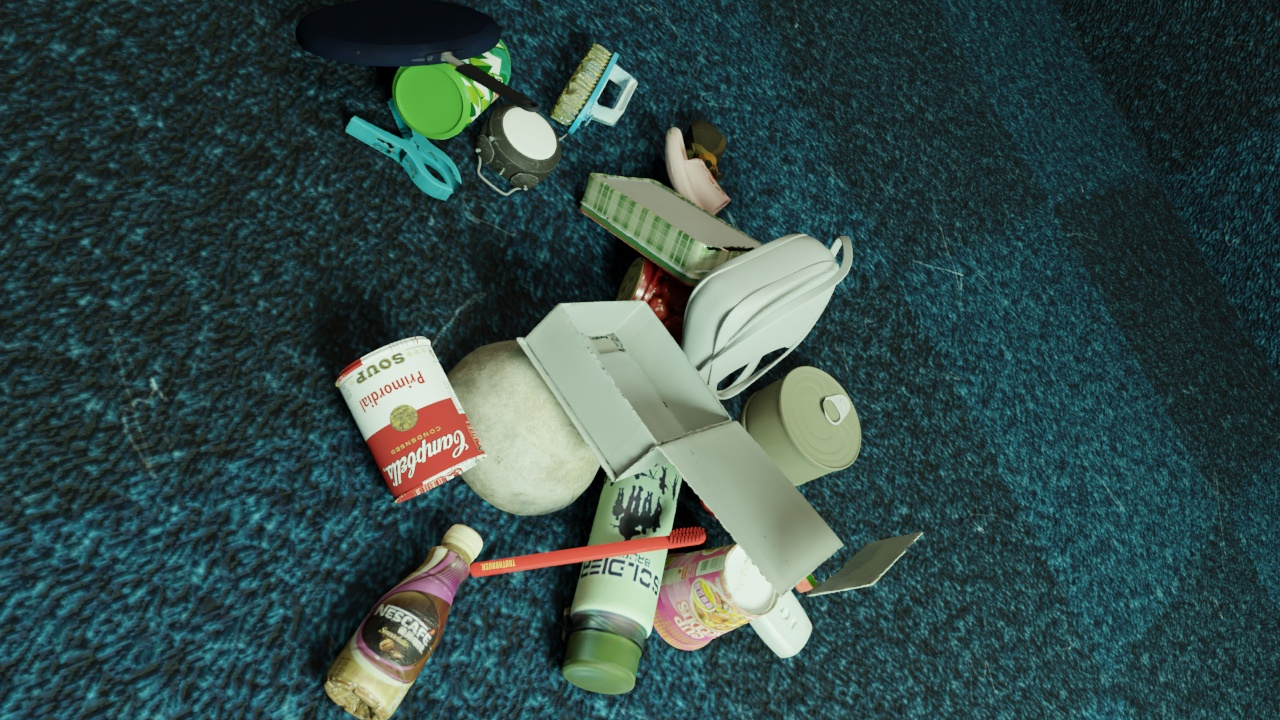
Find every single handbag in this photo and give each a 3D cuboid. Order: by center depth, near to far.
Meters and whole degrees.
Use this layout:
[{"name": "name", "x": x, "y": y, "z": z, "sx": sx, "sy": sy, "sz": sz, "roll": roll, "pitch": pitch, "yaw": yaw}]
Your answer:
[{"name": "handbag", "x": 0.132, "y": -0.028, "z": 1.000, "sx": 0.215, "sy": 0.223, "sz": 0.095, "roll": -26, "pitch": 60, "yaw": -25}]

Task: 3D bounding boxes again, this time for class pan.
[{"name": "pan", "x": -0.193, "y": -0.295, "z": 0.867, "sx": 0.198, "sy": 0.021, "sz": 0.356, "roll": -21, "pitch": 42, "yaw": -31}]

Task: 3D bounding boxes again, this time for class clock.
[{"name": "clock", "x": -0.133, "y": -0.240, "z": 1.021, "sx": 0.091, "sy": 0.044, "sz": 0.122, "roll": 37, "pitch": 49, "yaw": -17}]

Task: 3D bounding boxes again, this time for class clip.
[{"name": "clip", "x": -0.239, "y": -0.210, "z": 0.936, "sx": 0.119, "sy": 0.027, "sz": 0.102, "roll": 44, "pitch": 50, "yaw": -10}]

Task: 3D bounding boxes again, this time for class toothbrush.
[{"name": "toothbrush", "x": -0.046, "y": 0.169, "z": 0.814, "sx": 0.212, "sy": 0.018, "sz": 0.012, "roll": -7, "pitch": 53, "yaw": -7}]

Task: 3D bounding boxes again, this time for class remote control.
[{"name": "remote control", "x": 0.136, "y": 0.259, "z": 0.977, "sx": 0.114, "sy": 0.028, "sz": 0.060, "roll": 52, "pitch": 46, "yaw": -4}]

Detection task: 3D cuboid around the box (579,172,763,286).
[{"name": "box", "x": 0.034, "y": -0.148, "z": 1.027, "sx": 0.117, "sy": 0.051, "sz": 0.205, "roll": -5, "pitch": 34, "yaw": -46}]

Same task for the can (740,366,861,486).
[{"name": "can", "x": 0.189, "y": 0.079, "z": 1.085, "sx": 0.127, "sy": 0.073, "sz": 0.127, "roll": 18, "pitch": 57, "yaw": -30}]

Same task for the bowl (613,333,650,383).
[{"name": "bowl", "x": -0.006, "y": 0.006, "z": 0.994, "sx": 0.106, "sy": 0.039, "sz": 0.106, "roll": 18, "pitch": 57, "yaw": -30}]

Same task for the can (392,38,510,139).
[{"name": "can", "x": -0.192, "y": -0.294, "z": 0.958, "sx": 0.083, "sy": 0.083, "sz": 0.143, "roll": 41, "pitch": 33, "yaw": -14}]

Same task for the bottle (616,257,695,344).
[{"name": "bottle", "x": 0.039, "y": -0.069, "z": 1.027, "sx": 0.111, "sy": 0.099, "sz": 0.098, "roll": 23, "pitch": 54, "yaw": -17}]

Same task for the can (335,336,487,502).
[{"name": "can", "x": -0.196, "y": 0.050, "z": 0.786, "sx": 0.086, "sy": 0.087, "sz": 0.116, "roll": -23, "pitch": 83, "yaw": -43}]

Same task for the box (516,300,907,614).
[{"name": "box", "x": 0.059, "y": 0.085, "z": 0.833, "sx": 0.368, "sy": 0.099, "sz": 0.165, "roll": 48, "pitch": 25, "yaw": 18}]

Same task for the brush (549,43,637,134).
[{"name": "brush", "x": -0.056, "y": -0.318, "z": 1.116, "sx": 0.075, "sy": 0.056, "sz": 0.135, "roll": 32, "pitch": 51, "yaw": -14}]

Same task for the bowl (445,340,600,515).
[{"name": "bowl", "x": -0.095, "y": 0.052, "z": 0.872, "sx": 0.178, "sy": 0.081, "sz": 0.178, "roll": 18, "pitch": 59, "yaw": -32}]

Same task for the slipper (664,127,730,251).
[{"name": "slipper", "x": 0.084, "y": -0.187, "z": 1.134, "sx": 0.221, "sy": 0.056, "sz": 0.106, "roll": 65, "pitch": 12, "yaw": -2}]

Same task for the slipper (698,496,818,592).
[{"name": "slipper", "x": 0.095, "y": 0.143, "z": 0.955, "sx": 0.248, "sy": 0.059, "sz": 0.103, "roll": 57, "pitch": 2, "yaw": 31}]

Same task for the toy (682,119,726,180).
[{"name": "toy", "x": 0.085, "y": -0.269, "z": 1.201, "sx": 0.076, "sy": 0.063, "sz": 0.100, "roll": 57, "pitch": 15, "yaw": -52}]

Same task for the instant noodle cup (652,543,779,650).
[{"name": "instant noodle cup", "x": 0.074, "y": 0.224, "z": 0.892, "sx": 0.097, "sy": 0.109, "sz": 0.097, "roll": 18, "pitch": 58, "yaw": -30}]

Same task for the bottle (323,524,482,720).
[{"name": "bottle", "x": -0.181, "y": 0.203, "z": 0.735, "sx": 0.059, "sy": 0.060, "sz": 0.165, "roll": 43, "pitch": 47, "yaw": -12}]

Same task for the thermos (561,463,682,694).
[{"name": "thermos", "x": -0.019, "y": 0.191, "z": 0.860, "sx": 0.082, "sy": 0.083, "sz": 0.230, "roll": 31, "pitch": 51, "yaw": -22}]
